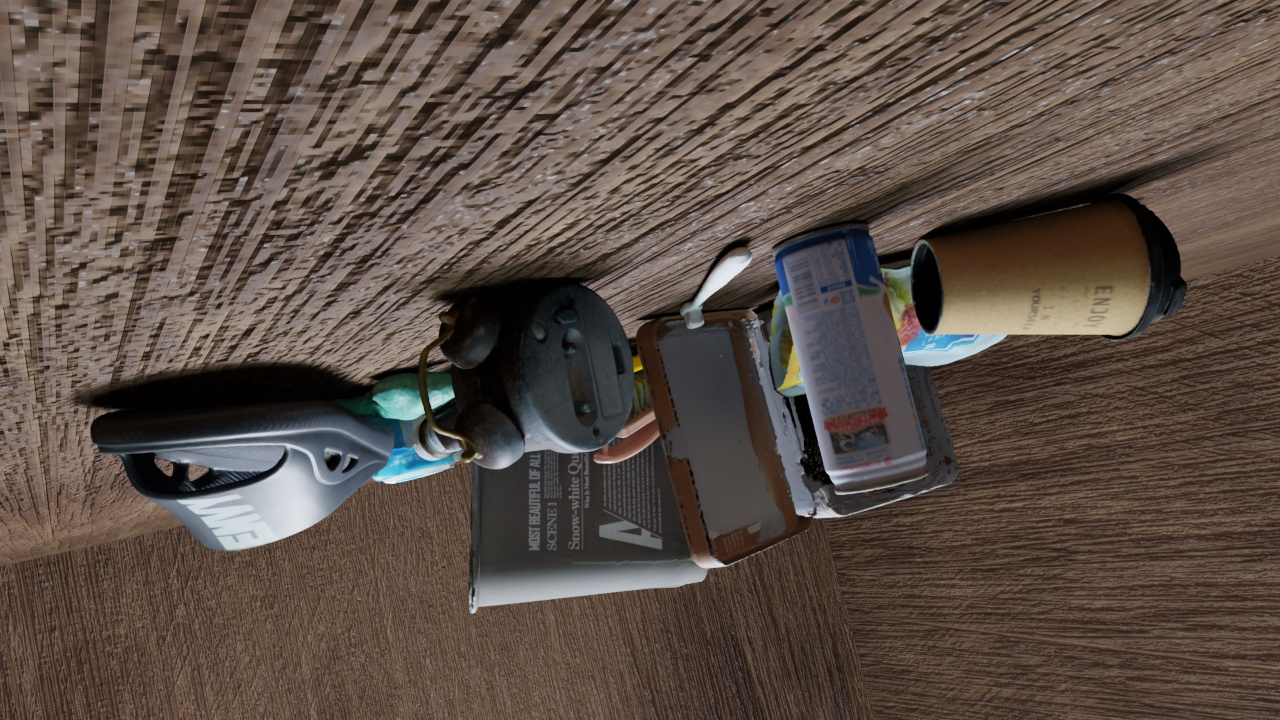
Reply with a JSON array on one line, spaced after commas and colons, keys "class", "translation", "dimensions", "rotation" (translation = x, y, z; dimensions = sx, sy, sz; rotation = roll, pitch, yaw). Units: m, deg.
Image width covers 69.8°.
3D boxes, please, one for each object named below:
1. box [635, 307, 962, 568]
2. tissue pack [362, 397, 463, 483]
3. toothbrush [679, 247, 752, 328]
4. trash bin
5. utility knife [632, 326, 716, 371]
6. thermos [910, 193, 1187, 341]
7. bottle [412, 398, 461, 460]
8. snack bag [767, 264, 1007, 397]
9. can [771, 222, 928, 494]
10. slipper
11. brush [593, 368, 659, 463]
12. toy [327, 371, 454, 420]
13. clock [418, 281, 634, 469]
[{"class": "box", "translation": [0.116, 0.041, 0.713], "dimensions": [0.271, 0.178, 0.107], "rotation": [-11, 174, -35]}, {"class": "tissue pack", "translation": [-0.213, 0.078, 0.854], "dimensions": [0.090, 0.063, 0.140], "rotation": [-12, 174, -18]}, {"class": "toothbrush", "translation": [0.042, -0.040, 0.536], "dimensions": [0.016, 0.016, 0.180], "rotation": [-15, 175, -7]}, {"class": "trash bin", "translation": [-0.058, 0.142, 0.893], "dimensions": [0.219, 0.198, 0.199], "rotation": [2, 164, -10]}, {"class": "utility knife", "translation": [-0.004, 0.004, 0.740], "dimensions": [0.154, 0.015, 0.033], "rotation": [-24, -176, -14]}, {"class": "thermos", "translation": [0.249, -0.053, 0.575], "dimensions": [0.143, 0.093, 0.093], "rotation": [-6, 174, -1]}, {"class": "bottle", "translation": [-0.125, 0.042, 0.708], "dimensions": [0.079, 0.044, 0.195], "rotation": [-27, 180, -38]}, {"class": "snack bag", "translation": [0.185, -0.032, 0.646], "dimensions": [0.191, 0.110, 0.038], "rotation": [-11, -146, -12]}, {"class": "can", "translation": [0.110, 0.000, 0.482], "dimensions": [0.053, 0.134, 0.053], "rotation": [-13, 175, -1]}, {"class": "slipper", "translation": [-0.221, 0.072, 0.566], "dimensions": [0.111, 0.083, 0.268], "rotation": [-5, 172, 2]}, {"class": "brush", "translation": [0.002, 0.036, 0.807], "dimensions": [0.063, 0.073, 0.145], "rotation": [6, -159, 34]}, {"class": "toy", "translation": [-0.169, 0.027, 0.633], "dimensions": [0.096, 0.030, 0.092], "rotation": [-3, 169, -25]}, {"class": "clock", "translation": [-0.055, 0.007, 0.440], "dimensions": [0.055, 0.082, 0.121], "rotation": [-10, 180, 38]}]
